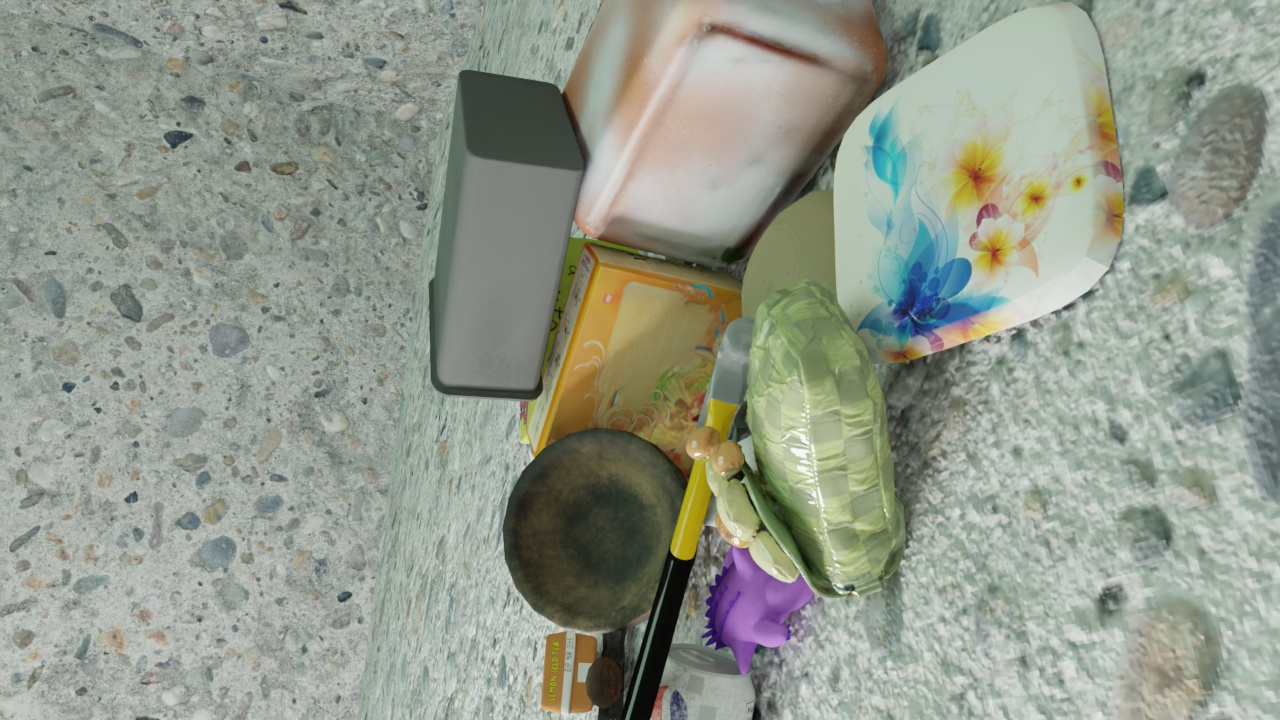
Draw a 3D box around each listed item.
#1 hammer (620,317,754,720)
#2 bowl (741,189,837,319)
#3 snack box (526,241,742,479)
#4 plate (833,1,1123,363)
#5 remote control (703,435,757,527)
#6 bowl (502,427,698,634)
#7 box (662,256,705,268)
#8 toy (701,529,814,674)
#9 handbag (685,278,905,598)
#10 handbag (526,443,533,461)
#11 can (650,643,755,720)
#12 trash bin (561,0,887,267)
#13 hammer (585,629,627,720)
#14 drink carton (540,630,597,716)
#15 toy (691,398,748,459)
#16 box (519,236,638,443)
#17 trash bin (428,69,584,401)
[{"bbox_3d":[0.028,0.136,0.636,0.127,0.029,0.323,92,-166,-75],"label":"hammer"},{"bbox_3d":[0.115,-0.054,0.669,0.152,0.050,0.152,-169,91,-69],"label":"bowl"},{"bbox_3d":[-0.005,0.005,0.817,0.080,0.145,0.195,-121,46,-59],"label":"snack box"},{"bbox_3d":[0.178,-0.100,0.530,0.187,0.016,0.186,-25,56,52],"label":"plate"},{"bbox_3d":[0.079,0.096,0.713,0.115,0.028,0.060,133,142,-54],"label":"remote control"},{"bbox_3d":[-0.026,0.140,0.753,0.070,0.162,0.162,38,-125,-64],"label":"bowl"},{"bbox_3d":[0.018,-0.012,0.902,0.060,0.057,0.187,13,93,37],"label":"box"},{"bbox_3d":[0.076,0.166,0.645,0.106,0.056,0.088,-120,48,-60],"label":"toy"},{"bbox_3d":[0.088,0.052,0.553,0.113,0.117,0.187,-114,10,-62],"label":"handbag"},{"bbox_3d":[-0.108,0.180,1.120,0.145,0.068,0.170,-164,79,-70],"label":"handbag"},{"bbox_3d":[0.035,0.281,0.660,0.078,0.078,0.136,-173,94,-69],"label":"can"},{"bbox_3d":[0.054,-0.211,0.735,0.261,0.181,0.157,127,146,-48],"label":"trash bin"},{"bbox_3d":[-0.025,0.258,0.745,0.301,0.028,0.111,92,180,-72],"label":"hammer"},{"bbox_3d":[-0.070,0.311,0.904,0.125,0.048,0.076,101,173,-68],"label":"drink carton"},{"bbox_3d":[0.073,0.051,0.752,0.112,0.030,0.049,141,141,-61],"label":"toy"},{"bbox_3d":[-0.065,-0.020,0.993,0.082,0.124,0.220,144,131,-65],"label":"box"},{"bbox_3d":[-0.123,-0.108,0.795,0.191,0.097,0.220,-108,27,-51],"label":"trash bin"}]
